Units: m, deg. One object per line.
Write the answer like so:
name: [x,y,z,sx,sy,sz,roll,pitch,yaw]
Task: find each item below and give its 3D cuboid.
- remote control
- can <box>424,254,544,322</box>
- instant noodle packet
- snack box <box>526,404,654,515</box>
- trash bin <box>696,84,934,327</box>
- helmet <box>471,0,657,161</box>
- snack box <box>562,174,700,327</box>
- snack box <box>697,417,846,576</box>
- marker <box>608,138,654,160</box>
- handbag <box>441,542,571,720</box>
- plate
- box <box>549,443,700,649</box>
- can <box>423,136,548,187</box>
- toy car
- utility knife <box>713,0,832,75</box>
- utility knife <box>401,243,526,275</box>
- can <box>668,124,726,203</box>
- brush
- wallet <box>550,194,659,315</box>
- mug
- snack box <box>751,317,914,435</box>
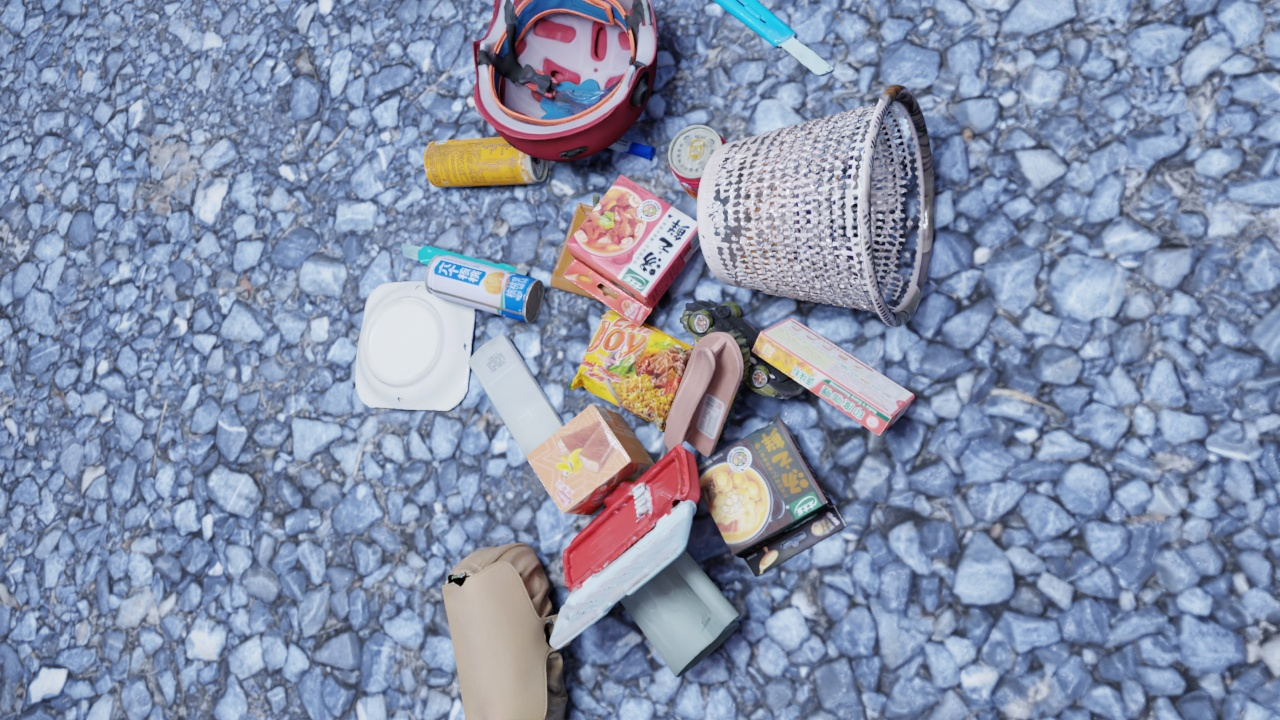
remote control: [-0.145,0.041,1.078,0.058,0.021,0.150,-37,71,9]
can: [-0.186,-0.086,1.090,0.135,0.053,0.053,16,85,14]
instant noodle packet: [-0.006,0.006,1.027,0.128,0.044,0.110,25,85,21]
snack box: [-0.052,0.110,0.996,0.094,0.092,0.077,-39,71,8]
trash bin: [0.171,-0.149,0.919,0.192,0.227,0.227,3,81,32]
helmet: [-0.079,-0.316,1.049,0.207,0.144,0.239,11,71,16]
snack box: [-0.012,-0.122,1.017,0.113,0.044,0.127,34,83,16]
snack box: [0.131,0.143,0.956,0.113,0.053,0.125,-33,67,10]
marker: [-0.050,-0.267,1.105,0.146,0.017,0.017,20,87,20]
handbag: [-0.135,0.296,0.961,0.100,0.147,0.204,-16,80,17]
plate: [-0.285,-0.021,1.130,0.164,0.034,0.163,1,80,19]
box: [-0.016,0.189,0.925,0.050,0.160,0.201,35,119,-19]
can: [-0.190,-0.243,1.125,0.146,0.058,0.058,2,81,18]
toy car: [0.108,-0.011,0.978,0.158,0.070,0.042,44,125,22]
utility knife: [0.143,-0.393,1.064,0.034,0.018,0.208,-46,71,5]
utility knife: [-0.221,-0.120,1.135,0.178,0.013,0.029,16,93,17]
can: [0.071,-0.214,1.013,0.067,0.093,0.066,-3,79,18]
brush: [0.067,0.032,0.938,0.063,0.072,0.146,39,134,25]
wallet: [-0.027,-0.124,1.066,0.131,0.035,0.119,16,89,18]
mug: [0.043,0.246,0.931,0.103,0.083,0.124,48,141,22]
snack box: [0.197,0.013,0.938,0.156,0.076,0.027,35,121,21]
